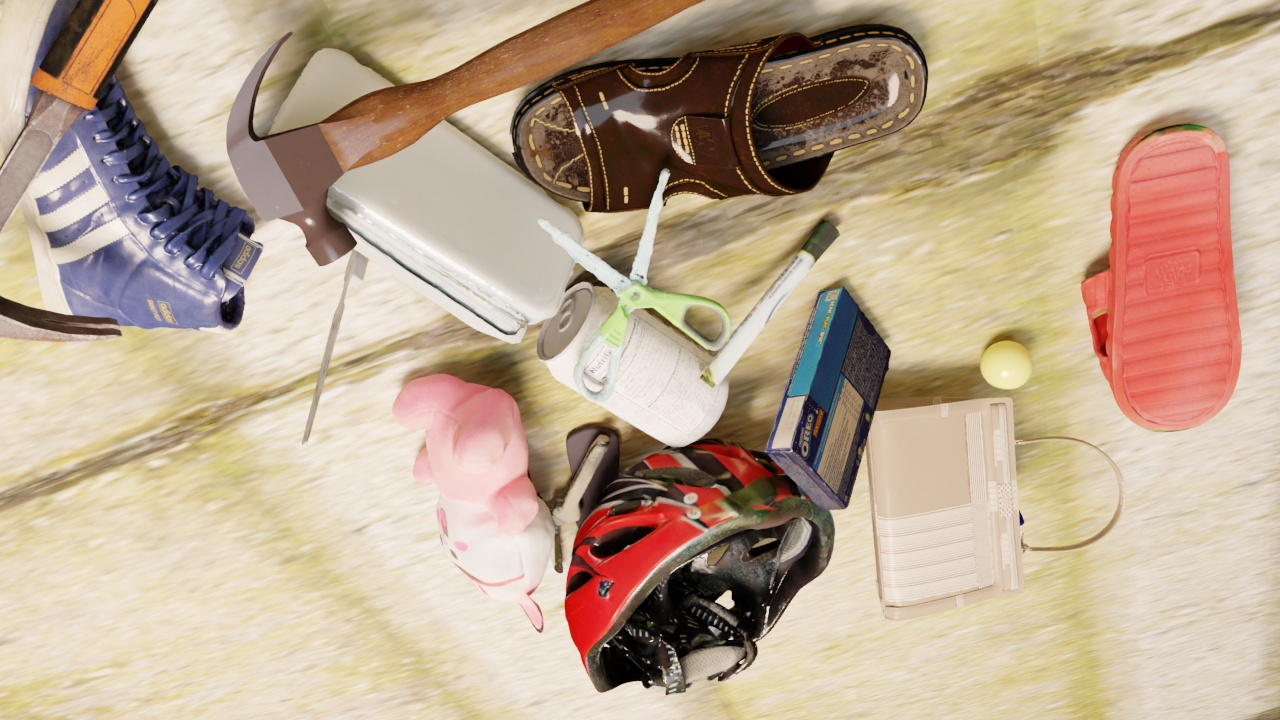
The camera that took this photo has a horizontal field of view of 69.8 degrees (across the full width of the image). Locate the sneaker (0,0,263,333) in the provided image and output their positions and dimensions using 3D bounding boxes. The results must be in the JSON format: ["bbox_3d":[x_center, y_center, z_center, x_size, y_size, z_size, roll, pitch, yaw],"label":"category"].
[{"bbox_3d":[-0.295,-0.105,0.557,0.118,0.091,0.234,12,127,-10],"label":"sneaker"}]

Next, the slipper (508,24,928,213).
[{"bbox_3d":[0.052,-0.147,0.575,0.268,0.075,0.113,-10,128,1],"label":"slipper"}]

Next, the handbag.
[{"bbox_3d":[0.290,0.113,0.749,0.198,0.062,0.176,-6,98,10],"label":"handbag"}]

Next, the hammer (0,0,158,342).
[{"bbox_3d":[-0.277,-0.150,0.480,0.137,0.035,0.314,31,93,-41],"label":"hammer"}]

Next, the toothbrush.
[{"bbox_3d":[-0.193,-0.013,0.586,0.010,0.181,0.010,-33,128,25],"label":"toothbrush"}]

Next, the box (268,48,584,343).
[{"bbox_3d":[-0.161,-0.088,0.611,0.215,0.106,0.125,34,143,-25],"label":"box"}]

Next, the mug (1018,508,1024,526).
[{"bbox_3d":[0.273,0.120,0.821,0.084,0.079,0.111,-36,96,20],"label":"mug"}]

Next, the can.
[{"bbox_3d":[-0.004,0.004,0.688,0.136,0.078,0.078,33,118,-28],"label":"can"}]

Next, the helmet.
[{"bbox_3d":[0.042,0.164,0.756,0.217,0.167,0.273,-7,143,-30],"label":"helmet"}]

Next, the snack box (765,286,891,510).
[{"bbox_3d":[0.143,0.027,0.685,0.027,0.149,0.082,-11,135,44],"label":"snack box"}]

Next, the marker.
[{"bbox_3d":[0.093,-0.041,0.666,0.017,0.017,0.146,38,91,-31],"label":"marker"}]

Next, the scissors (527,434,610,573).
[{"bbox_3d":[-0.081,0.117,0.803,0.180,0.015,0.187,-27,119,29],"label":"scissors"}]

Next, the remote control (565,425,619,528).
[{"bbox_3d":[-0.039,0.104,0.807,0.046,0.009,0.125,-5,128,-2],"label":"remote control"}]

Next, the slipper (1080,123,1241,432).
[{"bbox_3d":[0.393,-0.059,0.699,0.103,0.059,0.249,-14,113,6],"label":"slipper"}]

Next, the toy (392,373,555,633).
[{"bbox_3d":[-0.124,0.113,0.740,0.084,0.142,0.213,-31,128,-31],"label":"toy"}]

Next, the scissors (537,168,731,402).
[{"bbox_3d":[-0.007,-0.039,0.602,0.171,0.023,0.168,32,111,-32],"label":"scissors"}]

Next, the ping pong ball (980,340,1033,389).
[{"bbox_3d":[0.298,0.004,0.747,0.040,0.040,0.040,-3,129,-4],"label":"ping pong ball"}]

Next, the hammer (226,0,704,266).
[{"bbox_3d":[-0.073,-0.168,0.516,0.322,0.033,0.115,-27,114,-7],"label":"hammer"}]
